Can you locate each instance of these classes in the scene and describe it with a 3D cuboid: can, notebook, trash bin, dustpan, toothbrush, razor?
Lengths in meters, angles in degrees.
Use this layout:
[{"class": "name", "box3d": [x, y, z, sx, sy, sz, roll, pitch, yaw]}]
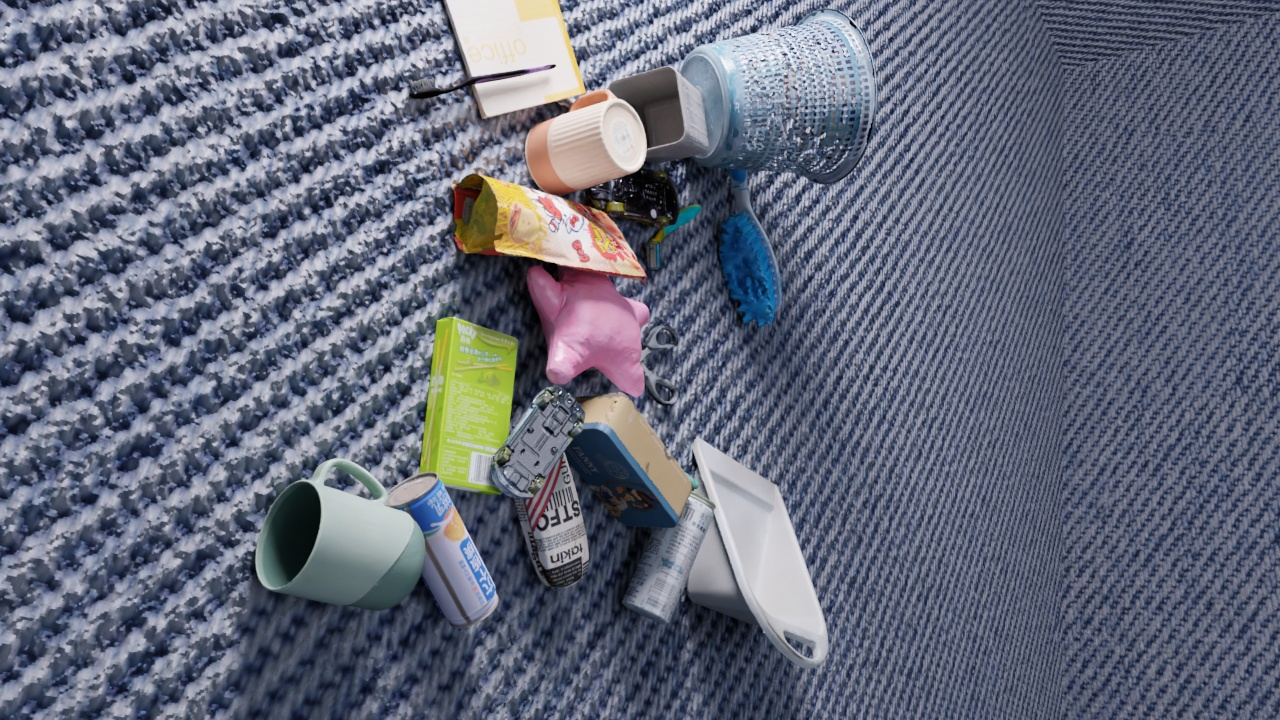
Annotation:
[{"class": "can", "box3d": [-0.175, 0.168, 0.810, 0.053, 0.053, 0.134, -43, 118, -47]}, {"class": "notebook", "box3d": [-0.141, -0.367, 0.957, 0.145, 0.010, 0.206, -27, 106, -40]}, {"class": "trash bin", "box3d": [0.160, -0.336, 1.195, 0.194, 0.227, 0.226, -10, 93, -22]}, {"class": "dustpan", "box3d": [0.166, 0.251, 1.171, 0.222, 0.143, 0.257, 34, 60, -45]}, {"class": "can", "box3d": [0.033, 0.221, 1.045, 0.058, 0.058, 0.146, 42, 65, -41]}, {"class": "toothbrush", "box3d": [-0.155, -0.286, 0.923, 0.188, 0.014, 0.017, -28, 91, -41]}, {"class": "razor", "box3d": [0.042, -0.165, 1.168, 0.132, 0.028, 0.043, -50, 146, -40]}]

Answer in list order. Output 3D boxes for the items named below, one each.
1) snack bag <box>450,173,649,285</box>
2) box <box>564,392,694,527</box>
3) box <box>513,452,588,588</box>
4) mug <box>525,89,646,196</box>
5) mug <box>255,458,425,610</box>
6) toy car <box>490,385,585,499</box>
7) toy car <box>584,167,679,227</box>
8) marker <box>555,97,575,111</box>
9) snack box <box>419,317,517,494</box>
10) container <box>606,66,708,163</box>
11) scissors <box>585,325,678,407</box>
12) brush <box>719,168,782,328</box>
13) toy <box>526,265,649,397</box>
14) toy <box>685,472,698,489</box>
[{"class": "snack bag", "box3d": [-0.090, -0.133, 0.943, 0.207, 0.073, 0.128, 3, 40, -46]}, {"class": "box", "box3d": [-0.021, 0.106, 0.993, 0.184, 0.090, 0.060, 51, 48, -31]}, {"class": "box", "box3d": [-0.089, 0.148, 0.925, 0.070, 0.056, 0.164, -19, 96, -34]}, {"class": "mug", "box3d": [-0.055, -0.242, 0.990, 0.081, 0.106, 0.114, 36, 57, -44]}, {"class": "mug", "box3d": [-0.230, 0.136, 0.724, 0.106, 0.082, 0.111, 30, 49, -45]}, {"class": "toy car", "box3d": [-0.100, 0.079, 0.889, 0.054, 0.037, 0.120, 44, 57, -18]}, {"class": "toy car", "box3d": [-0.008, -0.198, 1.096, 0.158, 0.042, 0.070, 6, 80, -49]}, {"class": "marker", "box3d": [-0.072, -0.286, 1.049, 0.145, 0.017, 0.016, 30, 61, -47]}, {"class": "snack box", "box3d": [-0.161, 0.045, 0.870, 0.085, 0.026, 0.156, 19, 69, -50]}, {"class": "container", "box3d": [0.027, -0.289, 1.106, 0.114, 0.090, 0.090, -9, 91, -68]}, {"class": "scissors", "box3d": [-0.004, -0.001, 1.098, 0.177, 0.014, 0.159, -46, 118, -43]}, {"class": "brush", "box3d": [0.141, -0.207, 1.291, 0.109, 0.061, 0.314, -34, 109, -55]}, {"class": "toy", "box3d": [-0.051, -0.049, 0.993, 0.194, 0.075, 0.178, 8, 65, -52]}, {"class": "toy", "box3d": [0.034, 0.172, 1.102, 0.096, 0.030, 0.091, 29, 60, -39]}]
